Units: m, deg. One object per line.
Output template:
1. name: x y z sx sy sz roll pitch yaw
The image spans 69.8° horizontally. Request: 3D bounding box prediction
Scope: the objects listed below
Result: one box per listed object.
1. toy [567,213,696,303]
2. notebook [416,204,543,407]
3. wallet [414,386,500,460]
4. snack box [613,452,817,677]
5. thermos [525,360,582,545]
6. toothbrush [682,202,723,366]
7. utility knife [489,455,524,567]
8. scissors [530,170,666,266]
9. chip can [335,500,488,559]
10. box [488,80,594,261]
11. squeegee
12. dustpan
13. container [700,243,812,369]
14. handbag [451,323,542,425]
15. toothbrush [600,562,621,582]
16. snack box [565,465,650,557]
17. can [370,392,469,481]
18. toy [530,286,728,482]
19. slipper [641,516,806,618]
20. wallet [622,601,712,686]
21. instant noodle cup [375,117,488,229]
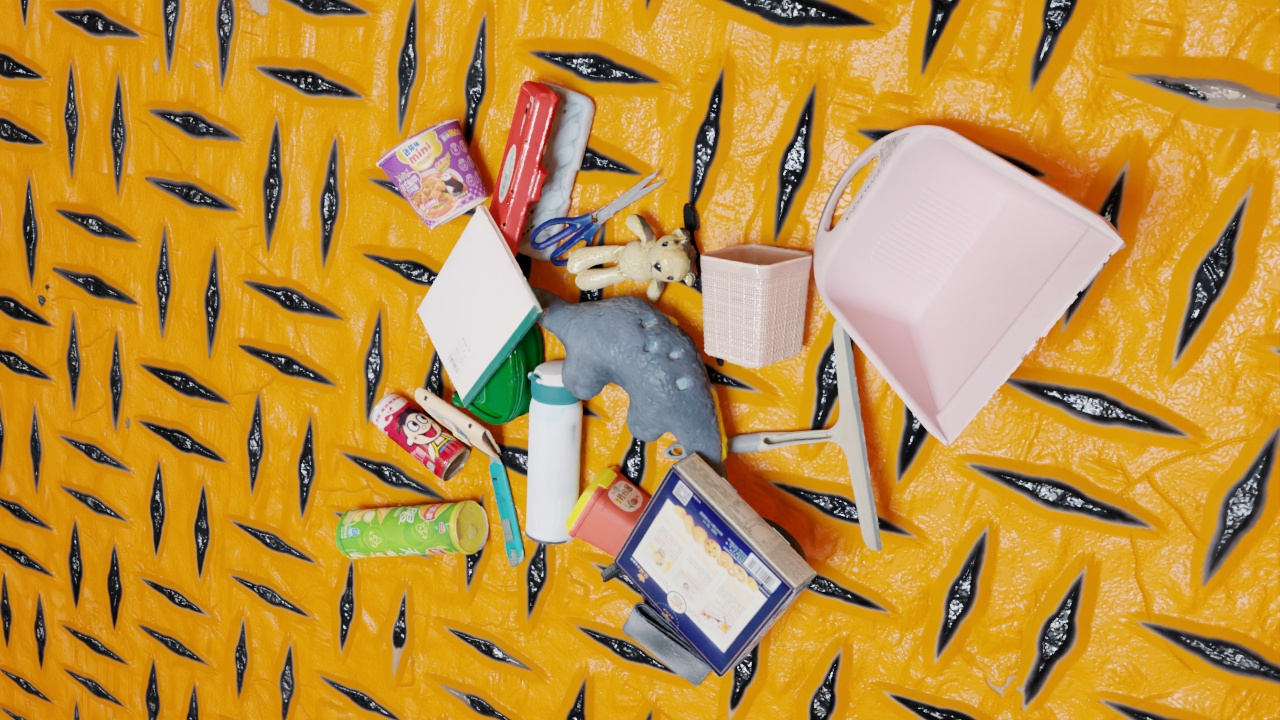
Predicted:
1. toy: -0.010 -0.109 1.027 0.157 0.066 0.105 -3 109 32
2. notebook: -0.196 -0.059 1.079 0.210 0.012 0.150 -46 67 43
3. wallet: -0.233 0.083 1.182 0.115 0.024 0.087 28 155 21
4. snack box: 0.073 0.224 0.996 0.178 0.045 0.183 44 131 20
5. thermos: -0.103 0.111 1.129 0.073 0.073 0.224 11 109 22
6. toothbrush: 0.073 -0.084 1.028 0.014 0.016 0.189 -3 105 37
7. utility knife: -0.179 0.201 1.218 0.029 0.013 0.161 -6 101 24
8. scissors: -0.042 -0.158 1.048 0.173 0.128 0.012 -13 55 -4
9. chip can: -0.318 0.233 1.258 0.222 0.072 0.072 -8 100 27
10. box: -0.114 -0.214 1.060 0.094 0.091 0.202 53 130 54
11. squeegee: 0.139 0.092 1.028 0.247 0.039 0.246 -10 87 32
12. dustpan: 0.256 -0.091 0.834 0.139 0.273 0.223 26 112 -11
13. container: 0.119 -0.057 0.960 0.090 0.089 0.111 17 115 43
14. handbag: -0.183 0.009 1.136 0.120 0.067 0.131 9 108 28
15. toothbrush: 0.009 0.219 1.136 0.190 0.014 0.016 -47 58 26
16. snack box: -0.035 0.185 1.106 0.080 0.091 0.082 34 116 5
17. can: -0.294 0.100 1.221 0.133 0.053 0.053 36 115 12
18. toy: -0.006 0.006 1.035 0.356 0.091 0.138 41 117 13
19. slipper: 0.100 0.241 1.071 0.110 0.083 0.269 56 136 7
20. wallet: 0.033 0.352 1.134 0.121 0.019 0.097 35 149 12
21. instant noodle cup: -0.238 -0.217 1.085 0.112 0.111 0.099 -25 100 28
